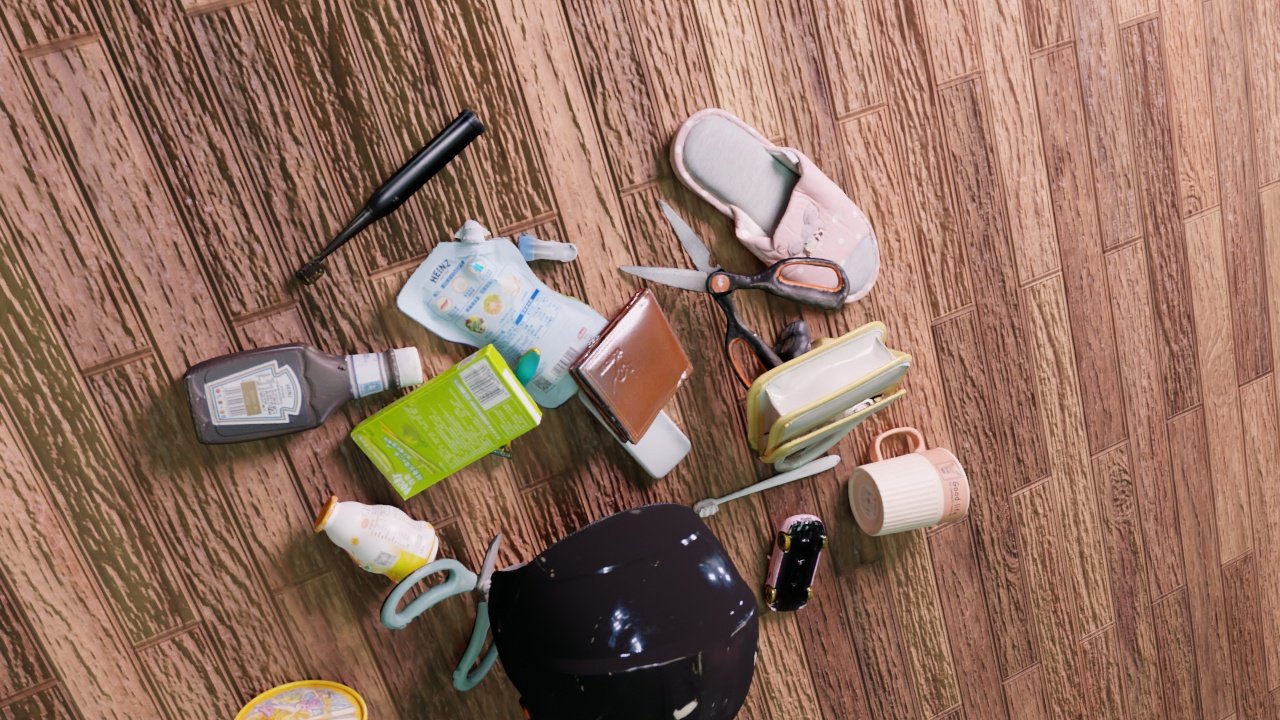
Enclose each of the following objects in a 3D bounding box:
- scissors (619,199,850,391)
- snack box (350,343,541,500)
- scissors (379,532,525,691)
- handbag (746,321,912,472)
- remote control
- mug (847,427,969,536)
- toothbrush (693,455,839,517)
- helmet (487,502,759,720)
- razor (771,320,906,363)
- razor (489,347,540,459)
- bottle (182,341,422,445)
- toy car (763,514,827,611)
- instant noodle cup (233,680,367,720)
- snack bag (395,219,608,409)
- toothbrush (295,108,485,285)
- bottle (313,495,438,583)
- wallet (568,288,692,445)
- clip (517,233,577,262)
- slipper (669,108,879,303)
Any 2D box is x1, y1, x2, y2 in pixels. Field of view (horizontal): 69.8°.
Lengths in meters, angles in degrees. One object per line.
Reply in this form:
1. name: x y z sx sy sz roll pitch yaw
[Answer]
1. scissors: 0.096 -0.060 0.907 0.221 0.021 0.228 -9 103 5
2. snack box: -0.178 0.059 0.845 0.156 0.026 0.086 -30 110 12
3. scissors: -0.179 0.253 0.885 0.171 0.019 0.170 -11 114 -49
4. handbag: 0.191 0.058 0.942 0.163 0.063 0.179 -24 146 -11
5. remote control: -0.006 0.060 0.936 0.056 0.020 0.136 -44 111 -6
6. mug: 0.295 0.134 1.030 0.105 0.082 0.114 -9 77 -16
7. toothbrush: 0.142 0.137 1.005 0.180 0.016 0.016 -17 118 -16
8. helmet: -0.004 0.268 0.862 0.233 0.230 0.275 -15 122 -23
9. razor: 0.217 -0.005 0.987 0.167 0.062 0.067 5 68 -25
10. razor: -0.121 0.037 0.867 0.043 0.028 0.133 20 121 -12
11. bottle: -0.295 0.022 0.817 0.194 0.044 0.080 -11 105 -17
12. toy car: 0.170 0.225 1.025 0.056 0.037 0.122 3 113 -17
13. instant noodle cup: -0.314 0.380 0.852 0.118 0.118 0.114 -2 110 -19
14. snack bag: -0.123 -0.042 0.864 0.191 0.039 0.110 38 99 -23
15. toothbrush: -0.223 -0.144 0.815 0.212 0.026 0.027 -44 73 -6
16. bottle: -0.245 0.163 0.852 0.108 0.063 0.063 31 90 -22
17. wallet: -0.005 0.005 0.892 0.124 0.032 0.101 -51 119 -31
18. clip: -0.089 -0.106 0.875 0.058 0.036 0.026 4 98 -16
19. slipper: 0.146 -0.152 0.926 0.274 0.054 0.114 36 88 -21
